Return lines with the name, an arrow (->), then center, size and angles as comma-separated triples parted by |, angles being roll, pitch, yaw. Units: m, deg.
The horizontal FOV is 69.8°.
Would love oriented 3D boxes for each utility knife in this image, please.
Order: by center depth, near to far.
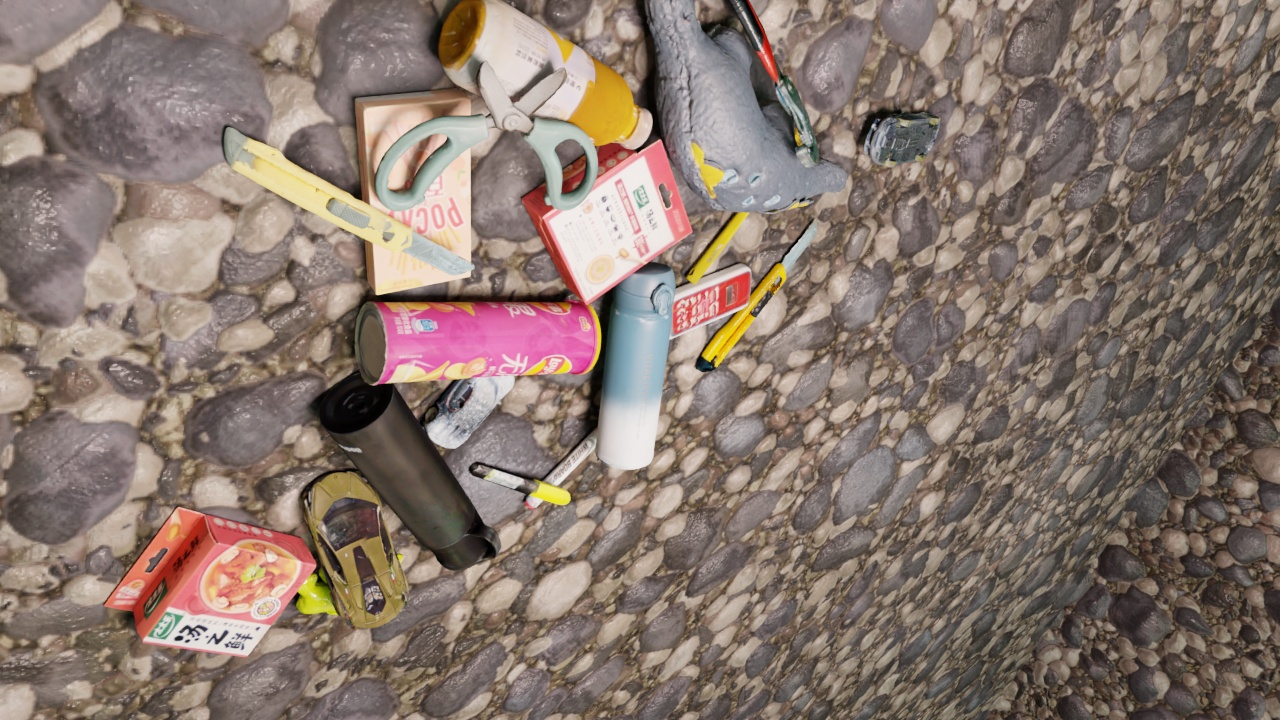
utility knife -> -0.215, -0.112, 0.688 | 0.204, 0.021, 0.031 | 25, 117, -37
utility knife -> 0.135, -0.070, 1.040 | 0.216, 0.015, 0.033 | -52, 141, 6

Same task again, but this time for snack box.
snack box -> -0.177, -0.131, 0.725 | 0.084, 0.026, 0.157 | -16, 130, -30
snack box -> -0.374, 0.198, 0.805 | 0.113, 0.044, 0.127 | -52, 138, 6
snack box -> -0.028, -0.132, 0.835 | 0.127, 0.044, 0.113 | -36, 137, -11

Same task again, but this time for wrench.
wrench -> 0.092, -0.282, 0.774 | 0.016, 0.056, 0.273 | -18, 123, 27

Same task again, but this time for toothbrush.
toothbrush -> 0.107, -0.159, 0.948 | 0.016, 0.015, 0.190 | 30, 100, -44

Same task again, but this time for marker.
marker -> -0.126, 0.130, 0.968 | 0.124, 0.015, 0.018 | 24, 99, -35
marker -> -0.072, 0.108, 1.007 | 0.145, 0.017, 0.017 | -45, 139, -2

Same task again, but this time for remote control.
remote control -> 0.062, -0.061, 0.984 | 0.135, 0.020, 0.056 | -23, 134, -25

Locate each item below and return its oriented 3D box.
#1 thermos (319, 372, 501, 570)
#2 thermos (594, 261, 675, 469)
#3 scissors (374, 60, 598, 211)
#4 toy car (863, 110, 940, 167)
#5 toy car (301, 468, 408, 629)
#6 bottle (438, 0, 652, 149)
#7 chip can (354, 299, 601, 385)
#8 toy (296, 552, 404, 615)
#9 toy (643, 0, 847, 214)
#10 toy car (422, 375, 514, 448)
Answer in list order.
thermos -> -0.200, 0.113, 0.854 | 0.243, 0.090, 0.068 | 68, 35, -46
thermos -> -0.006, 0.005, 0.931 | 0.070, 0.070, 0.221 | -13, 124, -33
scissors -> -0.108, -0.150, 0.706 | 0.171, 0.019, 0.170 | -34, 147, 11
toy car -> 0.291, -0.247, 1.018 | 0.120, 0.037, 0.054 | -17, 131, -43
toy car -> -0.265, 0.177, 0.854 | 0.070, 0.042, 0.158 | -23, 110, -26
bottle -> -0.066, -0.216, 0.719 | 0.189, 0.068, 0.068 | 16, 110, -46
chip can -> -0.139, -0.018, 0.811 | 0.210, 0.071, 0.071 | -3, 123, -38
toy -> -0.287, 0.211, 0.899 | 0.096, 0.031, 0.100 | 18, 109, -44
toy -> 0.084, -0.212, 0.828 | 0.356, 0.091, 0.138 | 37, 82, -47
toy car -> -0.160, 0.039, 0.869 | 0.105, 0.031, 0.049 | -50, 139, 2
